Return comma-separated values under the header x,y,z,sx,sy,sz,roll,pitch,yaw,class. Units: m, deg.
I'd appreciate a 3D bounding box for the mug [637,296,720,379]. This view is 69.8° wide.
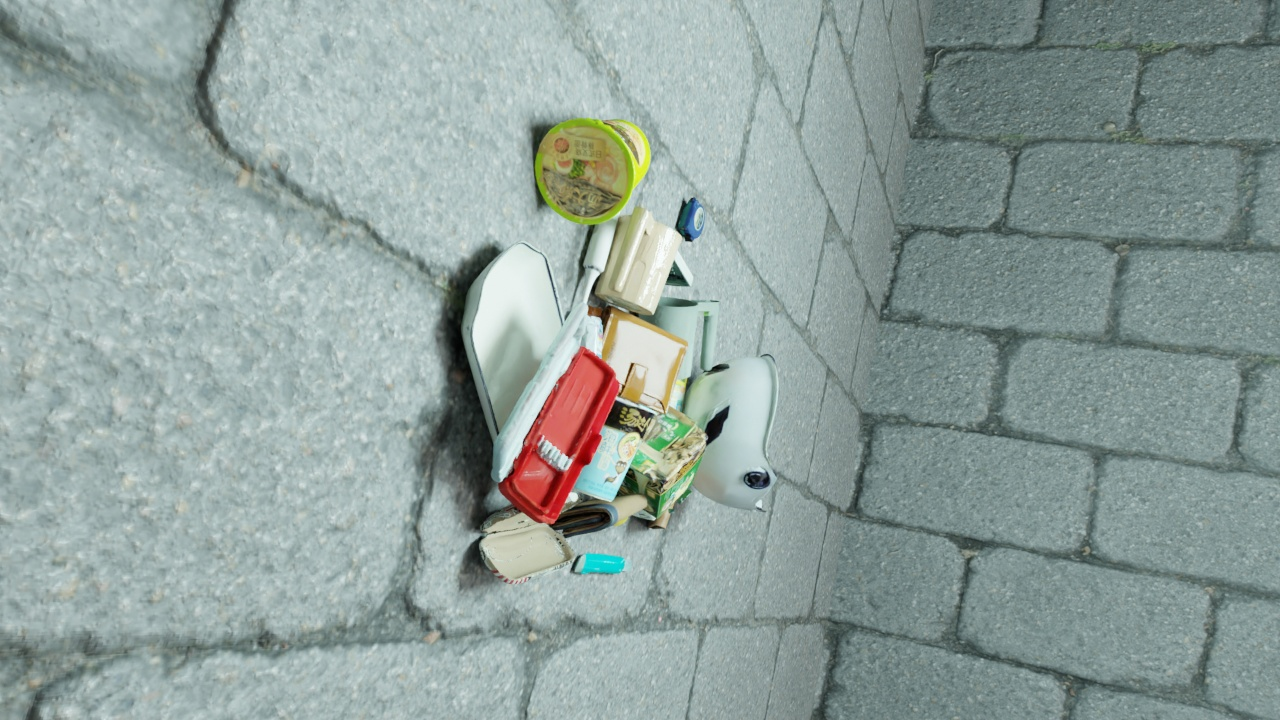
x,y,z,sx,sy,sz,roll,pitch,yaw,class
0.053,-0.032,1.281,0.123,0.084,0.103,-2,104,-27,mug

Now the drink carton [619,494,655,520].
x,y,z,sx,sy,sz,roll,pitch,yaw,class
0.012,0.163,1.315,0.045,0.053,0.122,67,38,-56,drink carton

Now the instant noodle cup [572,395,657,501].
x,y,z,sx,sy,sz,roll,pitch,yaw,class
-0.050,0.102,1.103,0.111,0.111,0.120,32,75,-64,instant noodle cup

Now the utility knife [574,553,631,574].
x,y,z,sx,sy,sz,roll,pitch,yaw,class
-0.048,0.282,1.265,0.185,0.013,0.029,31,72,-63,utility knife

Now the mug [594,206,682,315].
x,y,z,sx,sy,sz,roll,pitch,yaw,class
-0.006,-0.121,1.123,0.124,0.084,0.103,47,62,-79,mug

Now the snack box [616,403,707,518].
x,y,z,sx,sy,sz,roll,pitch,yaw,class
0.014,0.136,1.216,0.118,0.117,0.106,-38,146,-36,snack box

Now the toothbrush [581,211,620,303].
x,y,z,sx,sy,sz,roll,pitch,yaw,class
-0.050,-0.137,1.114,0.027,0.026,0.220,143,-36,-71,toothbrush

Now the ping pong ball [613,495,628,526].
x,y,z,sx,sy,sz,roll,pitch,yaw,class
-0.035,0.203,1.237,0.040,0.040,0.040,8,90,-66,ping pong ball

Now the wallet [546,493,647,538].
x,y,z,sx,sy,sz,roll,pitch,yaw,class
-0.052,0.189,1.137,0.115,0.090,0.033,-9,87,-67,wallet

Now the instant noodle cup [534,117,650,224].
x,y,z,sx,sy,sz,roll,pitch,yaw,class
-0.043,-0.221,1.020,0.123,0.112,0.112,-54,144,-62,instant noodle cup

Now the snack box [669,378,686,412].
x,y,z,sx,sy,sz,roll,pitch,yaw,class
0.041,0.030,1.367,0.086,0.034,0.140,15,85,-66,snack box

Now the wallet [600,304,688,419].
x,y,z,sx,sy,sz,roll,pitch,yaw,class
-0.007,0.007,1.185,0.130,0.035,0.119,24,74,-32,wallet

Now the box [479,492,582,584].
x,y,z,sx,sy,sz,roll,pitch,yaw,class
-0.113,0.196,1.012,0.162,0.076,0.086,3,63,-68,box

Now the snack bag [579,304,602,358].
x,y,z,sx,sy,sz,roll,pitch,yaw,class
-0.061,-0.016,1.120,0.045,0.026,0.105,10,79,-57,snack bag

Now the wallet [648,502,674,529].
x,y,z,sx,sy,sz,roll,pitch,yaw,class
0.038,0.203,1.369,0.115,0.020,0.101,118,-7,-75,wallet

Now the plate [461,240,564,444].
x,y,z,sx,sy,sz,roll,pitch,yaw,class
-0.129,0.005,0.968,0.161,0.034,0.266,-57,146,-46,plate

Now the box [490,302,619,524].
x,y,z,sx,sy,sz,roll,pitch,yaw,class
-0.091,0.053,0.955,0.200,0.069,0.158,-64,147,-34,box

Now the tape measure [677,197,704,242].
x,y,z,sx,sy,sz,roll,pitch,yaw,class
0.076,-0.210,1.381,0.058,0.025,0.054,-70,156,-17,tape measure

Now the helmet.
x,y,z,sx,sy,sz,roll,pitch,yaw,class
0.129,0.107,1.425,0.259,0.146,0.228,92,0,-50,helmet

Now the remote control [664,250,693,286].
x,y,z,sx,sy,sz,roll,pitch,yaw,class
0.028,-0.140,1.255,0.135,0.056,0.019,51,52,-60,remote control
